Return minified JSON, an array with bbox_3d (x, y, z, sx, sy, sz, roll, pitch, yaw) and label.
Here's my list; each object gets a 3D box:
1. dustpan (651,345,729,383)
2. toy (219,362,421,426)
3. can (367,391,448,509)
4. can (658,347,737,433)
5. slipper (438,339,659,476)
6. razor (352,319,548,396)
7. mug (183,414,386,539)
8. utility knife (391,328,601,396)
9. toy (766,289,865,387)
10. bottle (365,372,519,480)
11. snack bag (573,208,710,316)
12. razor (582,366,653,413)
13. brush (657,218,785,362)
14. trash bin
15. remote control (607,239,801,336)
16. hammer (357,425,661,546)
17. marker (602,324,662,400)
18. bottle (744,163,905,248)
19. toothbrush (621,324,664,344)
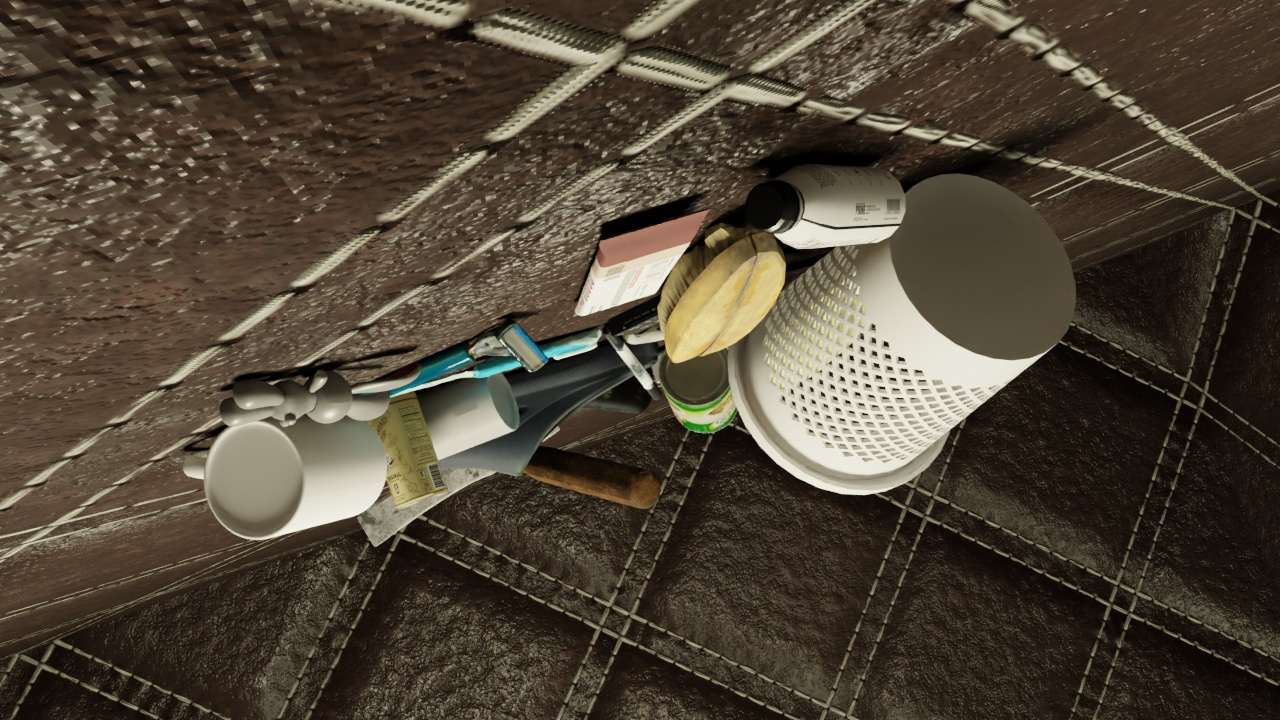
[{"bbox_3d":[0.090,-0.010,0.967,0.163,0.033,0.257,-17,167,8],"label":"dustpan"},{"bbox_3d":[-0.174,0.020,0.507,0.049,0.030,0.111,-42,158,31],"label":"toy"},{"bbox_3d":[-0.167,0.062,0.652,0.038,0.079,0.038,-20,174,-2],"label":"can"},{"bbox_3d":[0.055,0.023,0.840,0.067,0.067,0.121,-20,163,2],"label":"can"},{"bbox_3d":[-0.100,0.055,0.802,0.268,0.083,0.111,-20,176,-10],"label":"slipper"},{"bbox_3d":[-0.130,0.006,0.580,0.144,0.022,0.042,-18,137,18],"label":"razor"},{"bbox_3d":[-0.239,0.071,0.601,0.111,0.074,0.090,5,-179,16],"label":"mug"},{"bbox_3d":[-0.104,0.005,0.651,0.178,0.015,0.022,-17,173,-34],"label":"utility knife"},{"bbox_3d":[0.154,-0.031,0.862,0.170,0.064,0.155,-21,146,-34],"label":"toy"},{"bbox_3d":[-0.192,0.063,0.705,0.195,0.052,0.052,-21,174,11],"label":"bottle"},{"bbox_3d":[-0.005,-0.051,0.505,0.057,0.013,0.158,-17,173,-11],"label":"snack bag"},{"bbox_3d":[-0.037,0.029,0.964,0.067,0.054,0.151,8,-175,37],"label":"razor"},{"bbox_3d":[0.046,-0.040,0.574,0.059,0.043,0.196,-15,166,-13],"label":"brush"},{"bbox_3d":[0.189,-0.023,0.664,0.195,0.195,0.200,-18,164,-22],"label":"trash bin"},{"bbox_3d":[0.043,-0.050,0.659,0.150,0.013,0.034,-24,173,32],"label":"remote control"},{"bbox_3d":[-0.108,0.115,0.818,0.217,0.037,0.301,-35,-159,-29],"label":"hammer"},{"bbox_3d":[-0.005,0.004,0.761,0.011,0.011,0.152,-21,153,8],"label":"marker"},{"bbox_3d":[0.092,-0.077,0.459,0.041,0.041,0.115,-25,172,39],"label":"bottle"},{"bbox_3d":[0.035,-0.030,0.805,0.017,0.016,0.188,-35,167,29],"label":"toothbrush"}]
